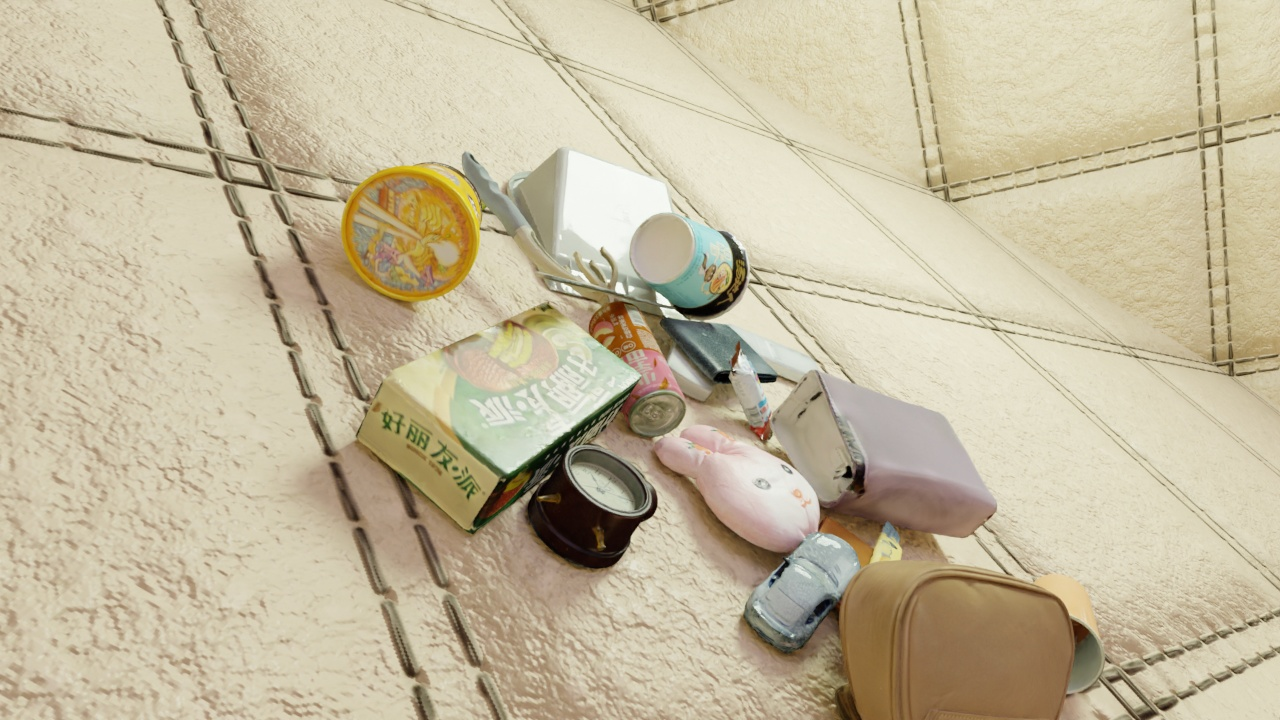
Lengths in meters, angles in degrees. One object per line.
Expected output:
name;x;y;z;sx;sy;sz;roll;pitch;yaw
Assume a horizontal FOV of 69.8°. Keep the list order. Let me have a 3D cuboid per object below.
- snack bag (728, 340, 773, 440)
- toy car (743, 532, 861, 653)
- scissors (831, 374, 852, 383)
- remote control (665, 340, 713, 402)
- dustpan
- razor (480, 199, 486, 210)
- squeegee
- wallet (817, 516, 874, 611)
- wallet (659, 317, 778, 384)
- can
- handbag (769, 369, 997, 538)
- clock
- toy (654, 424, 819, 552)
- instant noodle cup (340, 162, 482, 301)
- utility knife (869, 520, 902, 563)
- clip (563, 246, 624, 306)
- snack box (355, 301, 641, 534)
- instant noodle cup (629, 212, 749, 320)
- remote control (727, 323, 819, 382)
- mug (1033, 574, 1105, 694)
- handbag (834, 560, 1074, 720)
snack bag;0.114;0.034;0.950;0.105;0.026;0.045;65;32;-22
toy car;0.131;0.179;0.726;0.054;0.037;0.120;37;46;23
scissors;0.286;0.080;1.107;0.176;0.019;0.174;30;26;-3
remote control;0.058;-0.001;0.999;0.056;0.019;0.134;30;27;-4
dustpan;-0.060;-0.151;1.142;0.222;0.143;0.257;12;62;-34
razor;-0.187;-0.153;0.997;0.042;0.022;0.142;2;33;1
squeegee;-0.110;-0.127;0.916;0.246;0.039;0.246;44;16;22
wallet;0.201;0.200;0.800;0.132;0.031;0.107;35;25;10
wallet;0.088;-0.012;1.007;0.120;0.019;0.097;3;38;-48
can;-0.005;0.005;0.881;0.057;0.058;0.147;14;32;-31
handbag;0.246;0.104;0.933;0.196;0.099;0.144;16;29;-30
clock;-0.032;0.103;0.691;0.082;0.055;0.121;36;25;9
toy;0.088;0.108;0.818;0.159;0.054;0.121;34;25;21
instant noodle cup;-0.200;-0.127;0.844;0.118;0.119;0.114;27;19;-10
utility knife;0.209;0.181;0.799;0.031;0.019;0.175;42;20;7
clip;-0.032;-0.081;0.998;0.104;0.035;0.089;43;42;0
snack box;-0.100;0.034;0.727;0.114;0.063;0.239;38;27;10
instant noodle cup;0.048;-0.107;1.006;0.111;0.111;0.120;46;14;26
remote control;0.159;-0.004;1.111;0.136;0.020;0.055;20;30;-22
mug;0.398;0.253;0.875;0.078;0.078;0.122;40;23;15
handbag;0.234;0.228;0.693;0.204;0.100;0.147;18;74;-28
